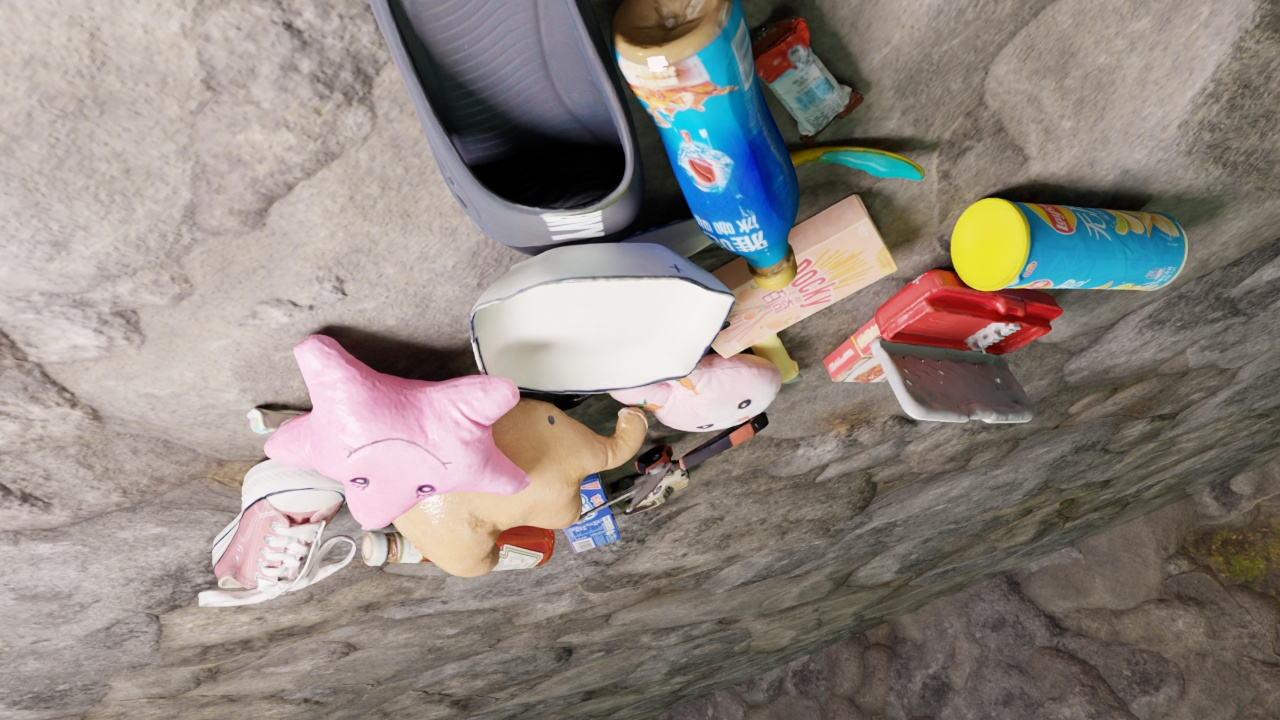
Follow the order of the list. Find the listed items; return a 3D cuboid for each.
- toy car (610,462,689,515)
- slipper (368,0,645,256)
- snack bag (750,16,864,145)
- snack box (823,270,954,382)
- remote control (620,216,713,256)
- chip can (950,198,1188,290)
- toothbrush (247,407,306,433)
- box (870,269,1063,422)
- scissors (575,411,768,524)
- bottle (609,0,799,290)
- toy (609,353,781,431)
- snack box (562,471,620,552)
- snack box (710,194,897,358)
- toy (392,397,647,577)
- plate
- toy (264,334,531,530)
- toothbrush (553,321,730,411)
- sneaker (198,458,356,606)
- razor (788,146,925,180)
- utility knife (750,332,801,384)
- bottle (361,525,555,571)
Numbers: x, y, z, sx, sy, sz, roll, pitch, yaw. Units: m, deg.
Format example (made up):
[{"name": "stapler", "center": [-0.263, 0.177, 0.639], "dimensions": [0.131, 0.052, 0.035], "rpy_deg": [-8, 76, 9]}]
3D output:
[{"name": "toy car", "center": [0.014, 0.143, 1.025], "dimensions": [0.090, 0.035, 0.042], "rpy_deg": [-24, 154, 5]}, {"name": "slipper", "center": [-0.057, -0.112, 0.456], "dimensions": [0.111, 0.083, 0.268], "rpy_deg": [-18, 152, 2]}, {"name": "snack bag", "center": [0.093, -0.157, 0.523], "dimensions": [0.045, 0.026, 0.105], "rpy_deg": [-39, 148, 19]}, {"name": "snack box", "center": [0.247, -0.028, 0.857], "dimensions": [0.075, 0.025, 0.153], "rpy_deg": [1, 147, -34]}, {"name": "remote control", "center": [0.029, -0.082, 0.610], "dimensions": [0.125, 0.024, 0.049], "rpy_deg": [-18, -179, -1]}, {"name": "chip can", "center": [0.357, -0.092, 0.755], "dimensions": [0.210, 0.071, 0.071], "rpy_deg": [-2, 149, -29]}, {"name": "toothbrush", "center": [-0.223, 0.059, 0.741], "dimensions": [0.189, 0.029, 0.020], "rpy_deg": [15, 98, -49]}, {"name": "box", "center": [0.294, -0.007, 0.789], "dimensions": [0.200, 0.100, 0.095], "rpy_deg": [4, 146, -39]}, {"name": "scissors", "center": [0.031, 0.097, 0.854], "dimensions": [0.189, 0.015, 0.224], "rpy_deg": [-24, -175, 10]}, {"name": "bottle", "center": [0.050, -0.111, 0.511], "dimensions": [0.065, 0.065, 0.219], "rpy_deg": [-23, 145, 9]}, {"name": "toy", "center": [0.050, 0.026, 0.811], "dimensions": [0.159, 0.054, 0.122], "rpy_deg": [14, 145, -37]}, {"name": "snack box", "center": [-0.063, 0.141, 0.948], "dimensions": [0.057, 0.058, 0.208], "rpy_deg": [-17, 153, -3]}, {"name": "snack box", "center": [0.112, -0.061, 0.707], "dimensions": [0.157, 0.026, 0.084], "rpy_deg": [-28, 147, 19]}, {"name": "toy", "center": [-0.103, 0.091, 0.769], "dimensions": [0.226, 0.082, 0.143], "rpy_deg": [-30, 124, 5]}, {"name": "plate", "center": [-0.031, -0.023, 0.622], "dimensions": [0.162, 0.034, 0.266], "rpy_deg": [-3, 165, -6]}, {"name": "toy", "center": [-0.172, 0.067, 0.675], "dimensions": [0.194, 0.074, 0.179], "rpy_deg": [15, 127, -18]}, {"name": "toothbrush", "center": [-0.004, 0.004, 0.747], "dimensions": [0.189, 0.016, 0.014], "rpy_deg": [-26, 144, 32]}, {"name": "sneaker", "center": [-0.312, 0.159, 0.795], "dimensions": [0.118, 0.087, 0.242], "rpy_deg": [7, 145, -39]}, {"name": "razor", "center": [0.129, -0.126, 0.600], "dimensions": [0.132, 0.028, 0.043], "rpy_deg": [-5, 176, -19]}, {"name": "utility knife", "center": [0.114, -0.014, 0.812], "dimensions": [0.031, 0.019, 0.178], "rpy_deg": [-27, 153, 8]}, {"name": "bottle", "center": [-0.188, 0.192, 0.965], "dimensions": [0.205, 0.059, 0.060], "rpy_deg": [6, 145, -38]}]
